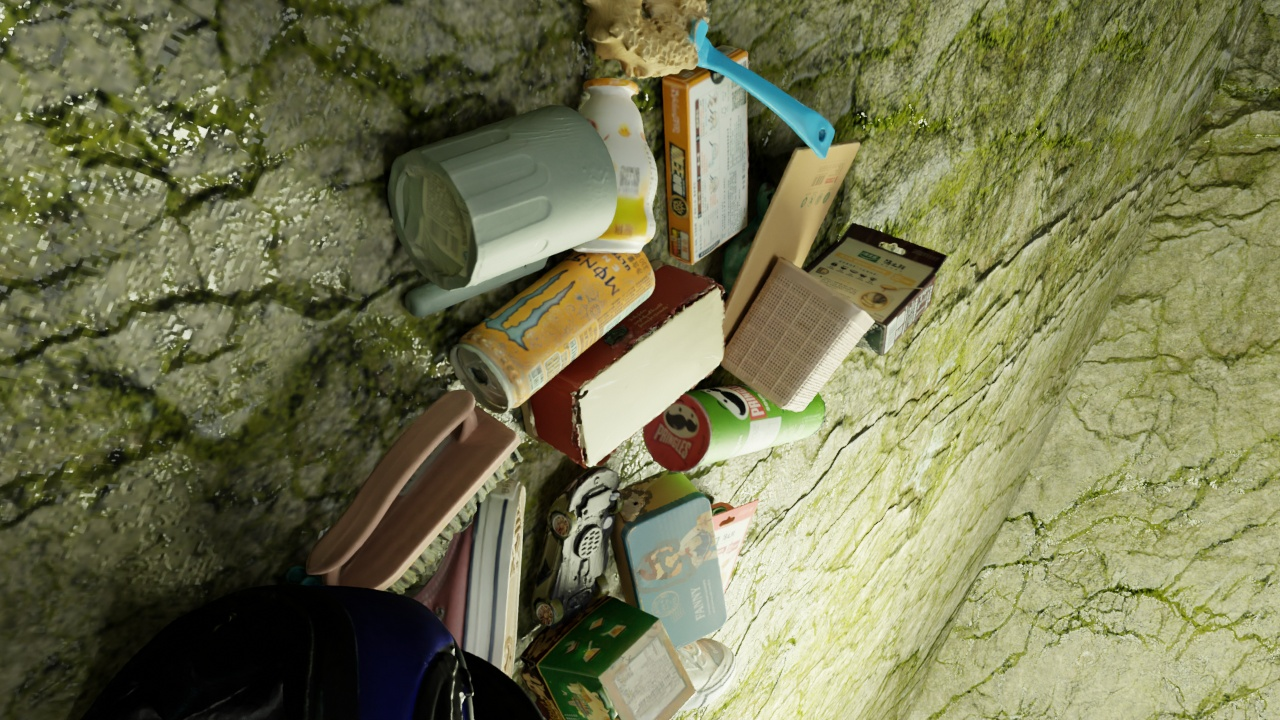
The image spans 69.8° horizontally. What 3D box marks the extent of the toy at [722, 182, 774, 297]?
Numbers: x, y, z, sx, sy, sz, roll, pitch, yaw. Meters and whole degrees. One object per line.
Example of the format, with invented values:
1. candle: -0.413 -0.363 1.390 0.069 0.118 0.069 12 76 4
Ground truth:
1. toy: 0.099 -0.109 0.805 0.091 0.030 0.096 -53 158 -22

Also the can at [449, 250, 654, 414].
1. can: -0.056 -0.028 0.618 0.145 0.058 0.058 -42 142 -30

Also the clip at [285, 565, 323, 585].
1. clip: -0.200 0.145 0.576 0.014 0.043 0.056 -55 143 -15

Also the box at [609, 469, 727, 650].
1. box: 0.025 0.191 0.846 0.089 0.059 0.184 -23 122 -15

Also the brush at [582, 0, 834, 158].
1. brush: 0.061 -0.200 0.631 0.254 0.046 0.083 20 89 -42

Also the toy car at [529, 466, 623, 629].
1. toy car: -0.054 0.156 0.768 0.070 0.042 0.158 -15 125 -50

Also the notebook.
1. notebook: 0.125 -0.097 0.822 0.147 0.008 0.208 -24 142 -54

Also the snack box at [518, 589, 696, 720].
1. snack box: -0.021 0.274 0.796 0.117 0.106 0.118 -35 105 -38

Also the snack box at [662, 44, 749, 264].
1. snack box: 0.052 -0.156 0.710 0.075 0.026 0.154 -38 140 -33

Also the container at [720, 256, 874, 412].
1. container: 0.139 -0.019 0.831 0.111 0.090 0.089 -56 160 8

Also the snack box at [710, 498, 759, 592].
1. snack box: 0.059 0.200 0.956 0.113 0.044 0.127 -6 119 -52

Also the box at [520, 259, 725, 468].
1. box: -0.004 0.004 0.695 0.167 0.080 0.091 -37 139 -34

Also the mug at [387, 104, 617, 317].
1. mug: -0.084 -0.081 0.535 0.103 0.083 0.124 -30 159 -40

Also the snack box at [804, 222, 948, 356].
1. snack box: 0.230 -0.075 0.937 0.125 0.113 0.053 -39 141 -33

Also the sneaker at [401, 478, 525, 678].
1. sneaker: -0.135 0.198 0.642 0.118 0.088 0.241 89 7 -87

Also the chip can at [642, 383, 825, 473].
1. chip can: 0.098 0.057 0.883 0.235 0.072 0.072 -4 116 -54

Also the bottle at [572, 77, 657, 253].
1. bottle: -0.021 -0.124 0.592 0.063 0.063 0.108 -3 96 -54

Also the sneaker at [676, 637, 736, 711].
1. sneaker: 0.013 0.315 0.944 0.241 0.089 0.091 -6 113 -46

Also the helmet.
1. helmet: -0.148 0.249 0.465 0.316 0.246 0.240 -34 134 30

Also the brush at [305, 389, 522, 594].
1. brush: -0.144 0.086 0.574 0.145 0.063 0.073 -49 149 -18
